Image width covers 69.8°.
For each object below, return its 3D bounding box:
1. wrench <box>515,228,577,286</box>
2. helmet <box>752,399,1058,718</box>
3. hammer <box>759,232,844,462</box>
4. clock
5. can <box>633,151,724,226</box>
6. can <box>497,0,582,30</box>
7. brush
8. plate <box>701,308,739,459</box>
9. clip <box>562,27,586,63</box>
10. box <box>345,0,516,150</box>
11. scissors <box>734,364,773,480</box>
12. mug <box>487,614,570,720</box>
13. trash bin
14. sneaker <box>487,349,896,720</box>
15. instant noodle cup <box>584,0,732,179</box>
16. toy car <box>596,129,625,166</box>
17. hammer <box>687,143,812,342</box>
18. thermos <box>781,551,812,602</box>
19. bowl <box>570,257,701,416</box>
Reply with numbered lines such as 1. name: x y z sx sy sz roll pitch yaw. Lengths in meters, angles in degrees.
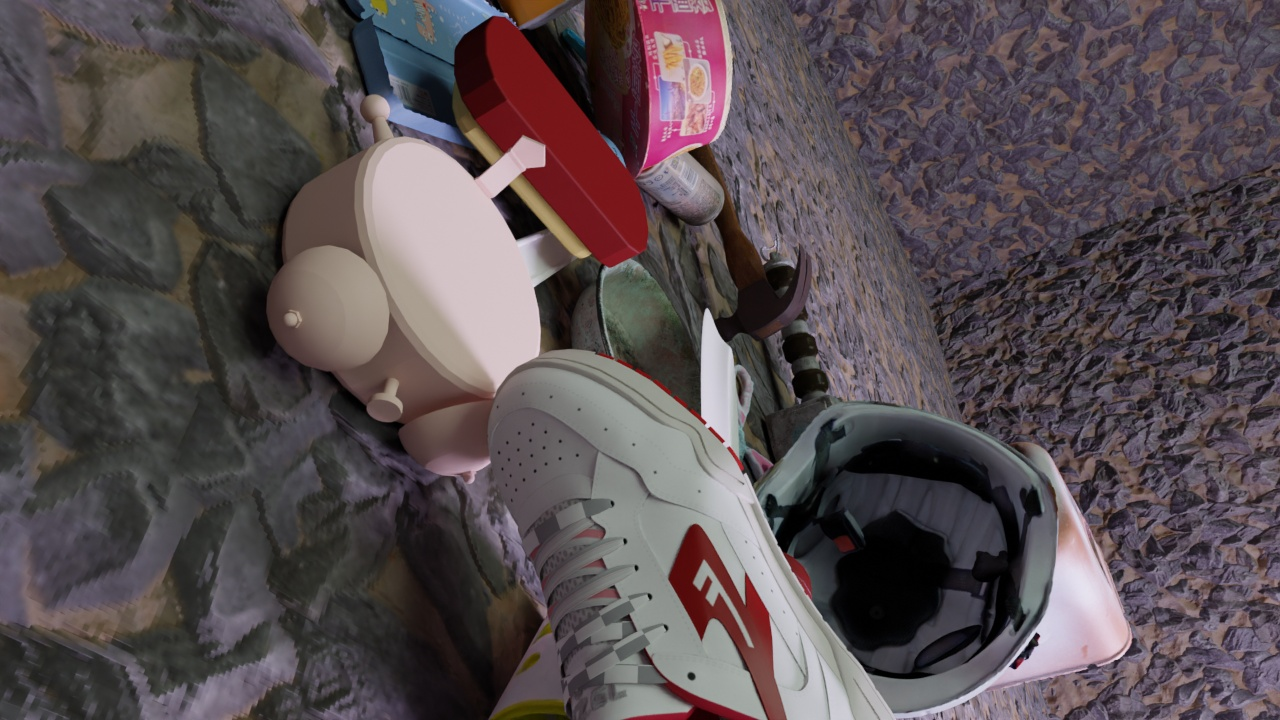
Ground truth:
1. wrench: -0.049 -0.088 0.661 0.066 0.018 0.272 65 23 -9
2. helmet: 0.206 0.178 0.759 0.263 0.237 0.164 -59 152 -28
3. hammer: 0.182 -0.005 1.036 0.176 0.080 0.325 29 44 -58
4. clock: -0.095 -0.039 0.432 0.131 0.086 0.160 51 34 -37
5. can: 0.031 -0.174 0.871 0.135 0.054 0.054 22 51 -61
6. can: -0.095 -0.326 0.681 0.142 0.079 0.079 58 24 -25
7. brush: -0.058 -0.130 0.579 0.173 0.042 0.082 47 29 -38
8. plate: 0.063 0.054 0.695 0.188 0.016 0.188 -1 89 -81
9. clip: -0.025 -0.253 0.834 0.027 0.104 0.120 -88 156 -54
10. box: -0.118 -0.194 0.596 0.208 0.021 0.125 -3 71 -68
11. scissors: 0.098 0.065 0.870 0.170 0.014 0.173 40 37 -45
12. mug: -0.019 0.157 0.423 0.082 0.083 0.106 63 21 -13
13. trash bin: 0.317 0.213 0.923 0.157 0.260 0.181 56 26 -20
14. sneaker: 0.002 0.100 0.348 0.236 0.091 0.104 57 31 10
15. instant noodle cup: 0.014 -0.240 0.738 0.179 0.077 0.178 169 -89 -76
16. toy car: -0.033 -0.151 0.683 0.108 0.028 0.060 45 29 -45
17. hammer: 0.084 -0.163 0.955 0.033 0.115 0.322 34 32 -54
18. thermos: 0.074 0.222 0.588 0.198 0.084 0.108 -74 154 -60
19. bowl: -0.004 0.004 0.651 0.157 0.039 0.157 49 29 -40
